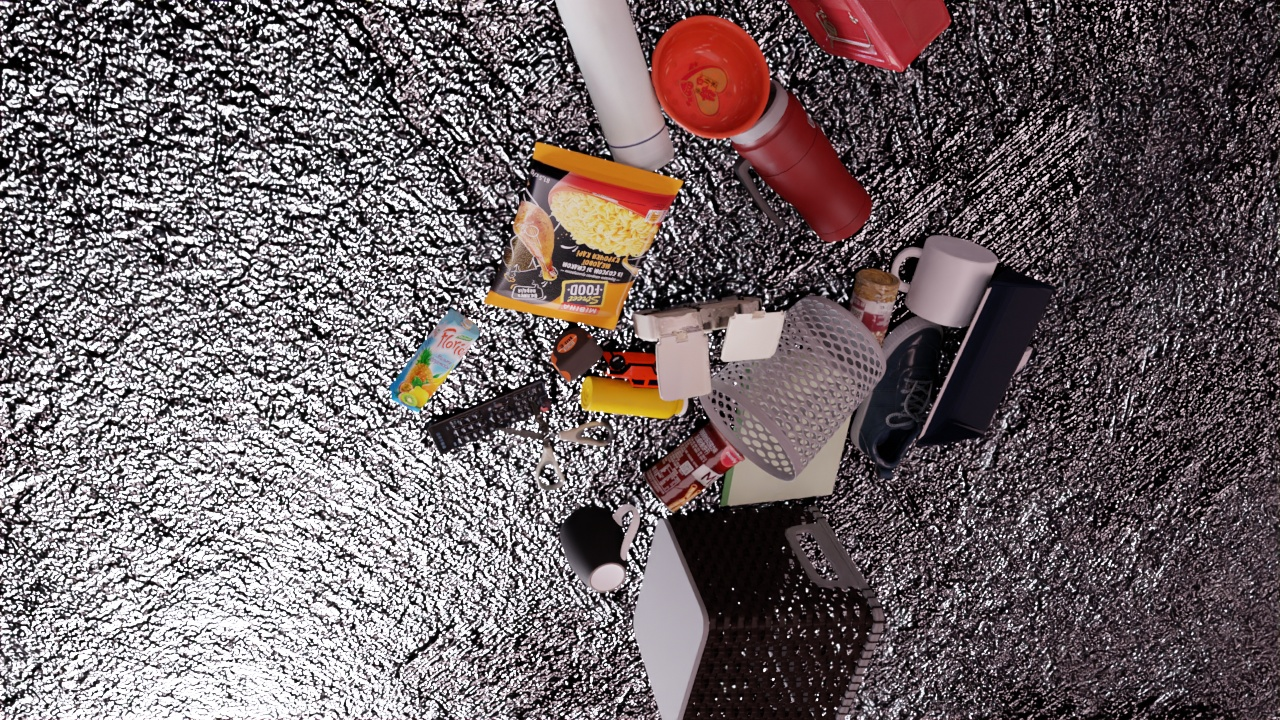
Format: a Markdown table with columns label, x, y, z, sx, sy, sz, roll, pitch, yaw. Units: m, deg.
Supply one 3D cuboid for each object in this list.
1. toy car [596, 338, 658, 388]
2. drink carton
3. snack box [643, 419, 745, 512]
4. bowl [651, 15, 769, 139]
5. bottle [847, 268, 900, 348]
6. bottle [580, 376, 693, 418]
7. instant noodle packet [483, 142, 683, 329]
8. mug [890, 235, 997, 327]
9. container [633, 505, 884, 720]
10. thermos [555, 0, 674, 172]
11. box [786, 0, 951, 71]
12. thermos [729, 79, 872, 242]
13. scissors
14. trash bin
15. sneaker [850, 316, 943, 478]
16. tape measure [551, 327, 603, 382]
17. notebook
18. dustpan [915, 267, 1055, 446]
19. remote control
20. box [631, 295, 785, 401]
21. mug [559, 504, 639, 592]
| label | x | y | z | sx | sy | sz | roll | pitch | yaw |
| --- | --- | --- | --- | --- | --- | --- | --- | --- | --- |
| toy car | -0.007 | 0.007 | 1.134 | 0.100 | 0.051 | 0.049 | 2 | 118 | -22 |
| drink carton | -0.237 | -0.001 | 1.055 | 0.044 | 0.038 | 0.129 | 32 | 105 | -32 |
| snack box | 0.072 | 0.141 | 1.232 | 0.121 | 0.072 | 0.072 | -39 | 125 | 6 |
| bowl | 0.068 | -0.291 | 0.965 | 0.130 | 0.045 | 0.130 | 1 | 85 | -16 |
| bottle | 0.299 | -0.062 | 1.200 | 0.056 | 0.056 | 0.105 | -2 | 120 | -19 |
| bottle | -0.002 | 0.049 | 1.167 | 0.143 | 0.043 | 0.043 | 7 | 117 | -23 |
| instant noodle packet | -0.067 | -0.128 | 1.015 | 0.159 | 0.032 | 0.221 | 11 | 132 | -19 |
| mug | 0.387 | -0.108 | 1.192 | 0.121 | 0.090 | 0.090 | 17 | 118 | 9 |
| container | 0.149 | 0.368 | 1.296 | 0.243 | 0.247 | 0.246 | 3 | 119 | -18 |
| thermos | -0.029 | -0.301 | 0.932 | 0.068 | 0.068 | 0.230 | -25 | 126 | -4 |
| box | 0.220 | -0.371 | 0.925 | 0.087 | 0.157 | 0.129 | -43 | 126 | 1 |
| thermos | 0.173 | -0.215 | 1.045 | 0.108 | 0.084 | 0.198 | -45 | 126 | 9 |
| scissors | -0.106 | 0.105 | 1.172 | 0.157 | 0.012 | 0.171 | -12 | 131 | -22 |
| trash bin | 0.192 | 0.029 | 1.136 | 0.183 | 0.156 | 0.156 | -44 | 126 | -14 |
| sneaker | 0.364 | 0.053 | 1.273 | 0.089 | 0.087 | 0.236 | 2 | 119 | -21 |
| tape measure | -0.078 | -0.007 | 1.097 | 0.058 | 0.059 | 0.038 | -43 | 126 | -4 |
| notebook | 0.213 | 0.096 | 1.293 | 0.181 | 0.010 | 0.253 | -4 | 121 | -17 |
| dustpan | 0.486 | -0.001 | 1.256 | 0.272 | 0.080 | 0.237 | -21 | 133 | -60 |
| remote control | -0.185 | 0.066 | 1.126 | 0.150 | 0.022 | 0.047 | -22 | 124 | -8 |
| box | 0.080 | -0.011 | 1.056 | 0.143 | 0.187 | 0.105 | -9 | 98 | -9 |
| mug | -0.045 | 0.249 | 1.237 | 0.119 | 0.100 | 0.085 | -41 | 125 | 7 |
